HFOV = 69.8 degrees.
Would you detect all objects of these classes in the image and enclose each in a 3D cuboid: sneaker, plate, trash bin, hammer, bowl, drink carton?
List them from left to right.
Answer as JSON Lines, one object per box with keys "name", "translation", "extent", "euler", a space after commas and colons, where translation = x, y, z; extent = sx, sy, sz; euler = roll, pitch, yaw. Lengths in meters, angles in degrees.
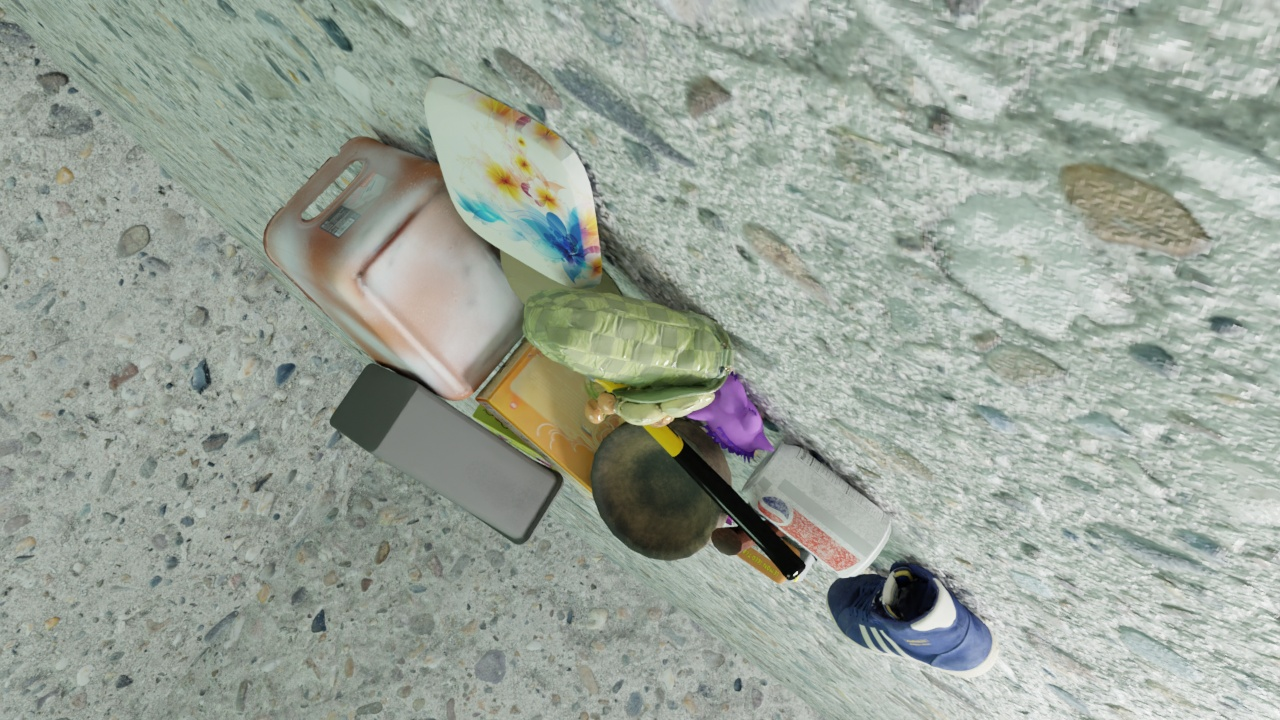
{"name": "trash bin", "translation": [-0.250, -0.094, 1.022], "extent": [0.157, 0.181, 0.260], "euler": [24, 158, 38]}
{"name": "trash bin", "translation": [-0.231, 0.108, 1.088], "extent": [0.220, 0.097, 0.192], "euler": [39, 166, -31]}
{"name": "plate", "translation": [-0.114, -0.146, 0.800], "extent": [0.187, 0.016, 0.187], "euler": [31, 152, 23]}
{"name": "bowl", "translation": [-0.089, -0.076, 0.940], "extent": [0.152, 0.050, 0.152], "euler": [36, 164, 12]}
{"name": "bowl", "translation": [0.030, 0.135, 1.021], "extent": [0.162, 0.162, 0.070], "euler": [34, -153, 18]}
{"name": "hammer", "translation": [0.040, 0.089, 0.901], "extent": [0.323, 0.029, 0.127], "euler": [45, -171, 17]}
{"name": "hammer", "translation": [0.135, 0.187, 1.004], "extent": [0.111, 0.028, 0.300], "euler": [30, -175, 21]}
{"name": "drink carton", "translation": [0.176, 0.244, 1.162], "extent": [0.076, 0.048, 0.124], "euler": [31, -178, 26]}
{"name": "sneaker", "translation": [0.266, 0.269, 1.021], "extent": [0.118, 0.091, 0.233], "euler": [43, 164, -30]}

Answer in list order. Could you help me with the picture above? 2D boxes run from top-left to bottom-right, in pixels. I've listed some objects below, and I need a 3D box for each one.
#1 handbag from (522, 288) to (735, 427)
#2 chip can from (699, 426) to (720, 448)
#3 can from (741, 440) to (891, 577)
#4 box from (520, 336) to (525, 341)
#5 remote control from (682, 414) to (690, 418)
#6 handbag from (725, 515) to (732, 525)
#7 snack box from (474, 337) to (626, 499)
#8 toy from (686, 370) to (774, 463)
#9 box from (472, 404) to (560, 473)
{"name": "handbag", "translation": [-0.016, 0.002, 0.819], "extent": [0.186, 0.117, 0.113], "euler": [12, 179, -22]}
{"name": "chip can", "translation": [0.043, 0.135, 1.181], "extent": [0.080, 0.079, 0.230], "euler": [39, 165, 1]}
{"name": "can", "translation": [0.175, 0.147, 0.914], "extent": [0.136, 0.078, 0.078], "euler": [38, 164, 4]}
{"name": "box", "translation": [-0.073, 0.020, 1.176], "extent": [0.187, 0.057, 0.060], "euler": [38, 133, 1]}
{"name": "remote control", "translation": [0.034, 0.022, 0.976], "extent": [0.060, 0.028, 0.114], "euler": [29, 161, 32]}
{"name": "handbag", "translation": [0.062, 0.210, 1.389], "extent": [0.170, 0.068, 0.145], "euler": [32, 165, 0]}
{"name": "snack box", "translation": [-0.076, 0.052, 1.092], "extent": [0.195, 0.145, 0.081], "euler": [44, 163, -19]}
{"name": "toy", "translation": [0.088, 0.059, 0.904], "extent": [0.088, 0.055, 0.106], "euler": [46, 163, -17]}
{"name": "box", "translation": [-0.109, 0.088, 1.274], "extent": [0.221, 0.124, 0.082], "euler": [30, 166, 20]}
